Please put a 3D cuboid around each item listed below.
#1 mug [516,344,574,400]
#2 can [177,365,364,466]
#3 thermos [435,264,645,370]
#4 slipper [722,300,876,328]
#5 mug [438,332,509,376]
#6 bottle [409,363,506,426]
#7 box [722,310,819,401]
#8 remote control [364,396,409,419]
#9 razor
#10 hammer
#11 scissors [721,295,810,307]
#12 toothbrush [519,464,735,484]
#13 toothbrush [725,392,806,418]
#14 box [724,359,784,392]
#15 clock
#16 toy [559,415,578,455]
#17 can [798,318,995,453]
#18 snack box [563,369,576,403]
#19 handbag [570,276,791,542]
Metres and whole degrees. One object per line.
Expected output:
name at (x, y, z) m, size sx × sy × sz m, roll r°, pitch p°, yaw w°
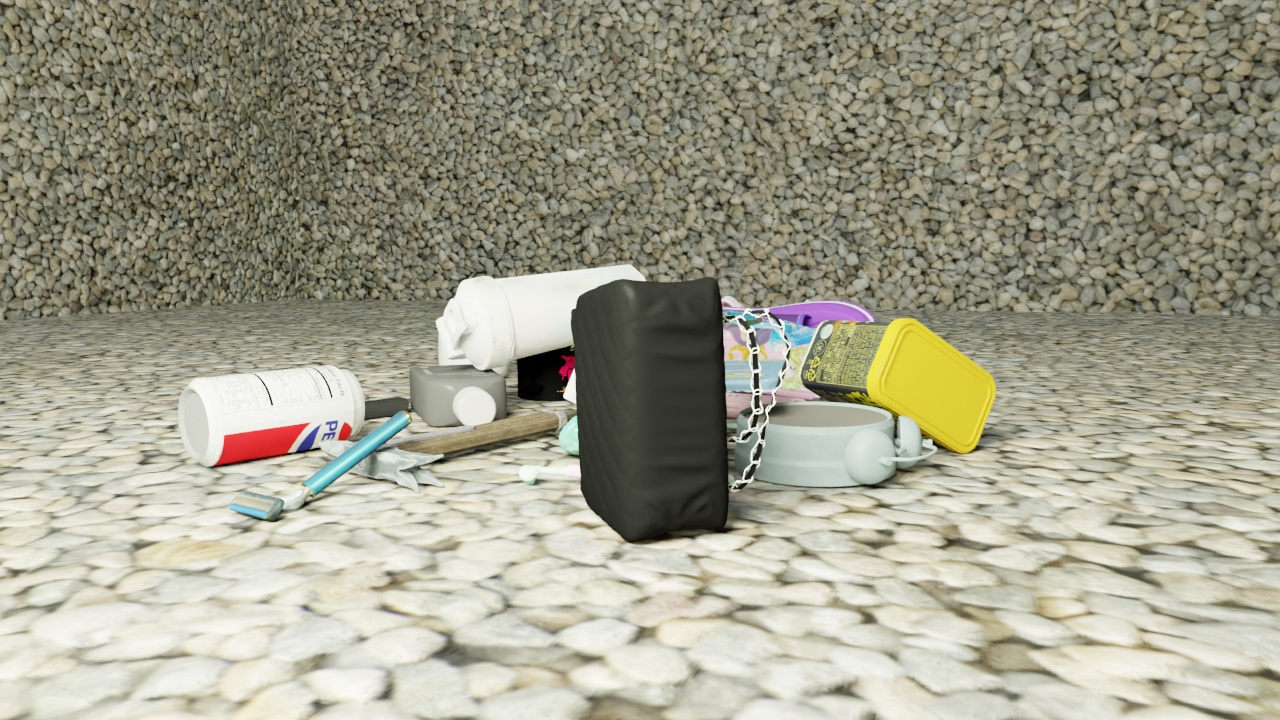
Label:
mug at (-0.109, -0.006, 1.055) m, size 0.082 × 0.098 × 0.117 m, roll 2°, pitch 7°, yaw 20°
can at (-0.305, 0.044, 0.763) m, size 0.070 × 0.070 × 0.131 m, roll 6°, pitch 9°, yaw 42°
thermos at (-0.100, -0.048, 0.969) m, size 0.220 × 0.099 × 0.099 m, roll -12°, pitch 12°, yaw -29°
slipper at (0.152, -0.014, 1.122) m, size 0.267 × 0.107 × 0.083 m, roll 6°, pitch 19°, yaw 44°
mug at (-0.220, -0.012, 1.240) m, size 0.094 × 0.068 × 0.115 m, roll 2°, pitch 7°, yaw 19°
bottle at (-0.180, 0.036, 0.923) m, size 0.083 × 0.046 × 0.174 m, roll -3°, pitch 7°, yaw -20°
box at (0.089, -0.006, 0.991) m, size 0.230 × 0.084 × 0.071 m, roll 8°, pitch -12°, yaw -25°
remote control at (-0.302, 0.053, 0.918) m, size 0.033 × 0.015 × 0.146 m, roll 7°, pitch 9°, yaw 44°
razor at (-0.211, 0.073, 0.636) m, size 0.042 × 0.022 × 0.143 m, roll 6°, pitch 26°, yaw 31°
hammer at (-0.116, 0.059, 0.806) m, size 0.147 × 0.028 × 0.316 m, roll 6°, pitch 9°, yaw 38°
scissors at (0.180, -0.036, 1.186) m, size 0.013 × 0.170 × 0.177 m, roll -47°, pitch -2°, yaw -32°
toothbrush at (-0.010, 0.083, 0.656) m, size 0.155 × 0.015 × 0.022 m, roll 1°, pitch 8°, yaw 8°
toothbrush at (0.133, 0.047, 0.908) m, size 0.223 × 0.026 × 0.027 m, roll 3°, pitch 49°, yaw 26°
box at (0.066, 0.025, 0.792) m, size 0.125 × 0.043 × 0.209 m, roll -30°, pitch -1°, yaw 11°
clock at (0.144, 0.063, 0.701) m, size 0.160 × 0.045 × 0.122 m, roll 3°, pitch 8°, yaw 38°
toy at (-0.027, 0.052, 0.771) m, size 0.085 × 0.033 × 0.105 m, roll -18°, pitch 6°, yaw 39°
can at (0.216, 0.019, 0.784) m, size 0.130 × 0.072 × 0.101 m, roll 30°, pitch -11°, yaw -27°
snack box at (-0.005, 0.005, 0.848) m, size 0.093 × 0.095 × 0.079 m, roll 25°, pitch 17°, yaw 7°
handbag at (0.016, 0.024, 0.583) m, size 0.114 × 0.153 × 0.125 m, roll -7°, pitch 5°, yaw -25°
